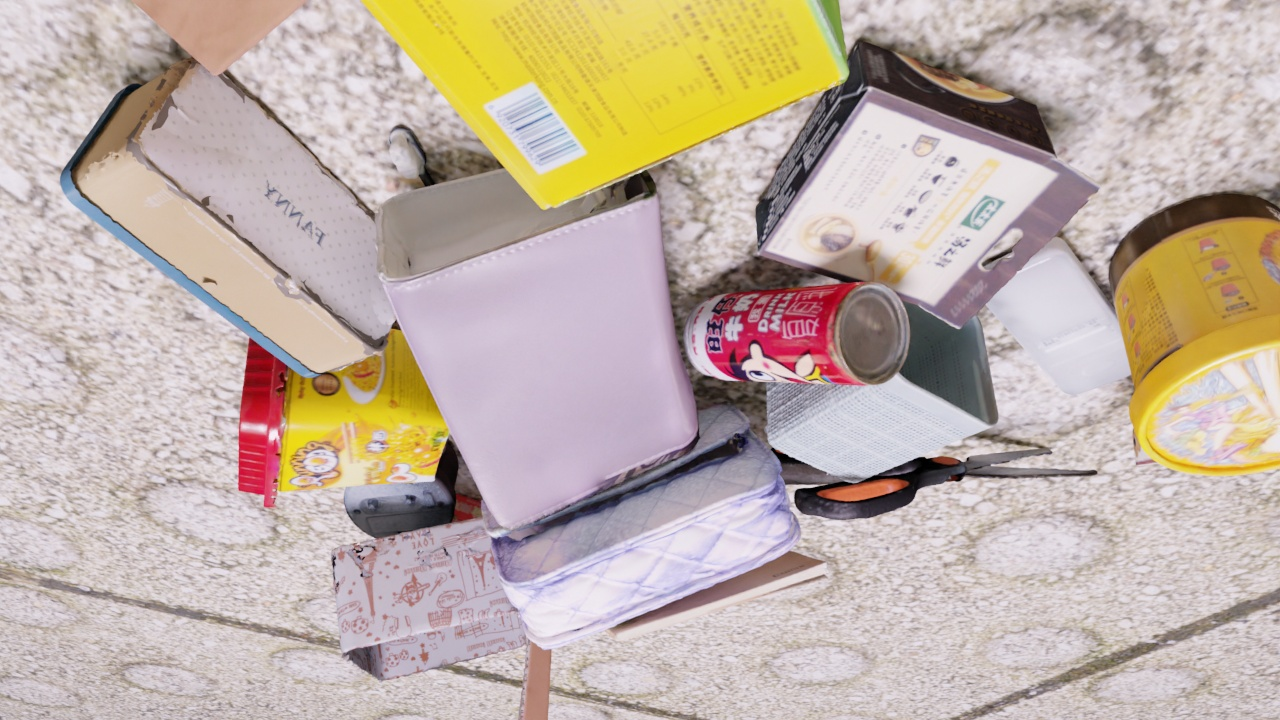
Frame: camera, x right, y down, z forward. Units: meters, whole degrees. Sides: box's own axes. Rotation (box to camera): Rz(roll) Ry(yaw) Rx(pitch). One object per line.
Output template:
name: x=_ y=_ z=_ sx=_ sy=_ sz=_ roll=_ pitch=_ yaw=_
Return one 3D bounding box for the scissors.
scissors: x=0.192 y=0.082 z=0.632 sx=0.222 sy=0.210 sz=0.022 roll=4 pitch=102 yaw=26

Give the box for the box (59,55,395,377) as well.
box: x=-0.206 y=-0.074 z=0.484 sx=0.060 sy=0.089 sz=0.184 roll=-19 pitch=134 yaw=27

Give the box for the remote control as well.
remote control: x=0.257 y=-0.024 z=0.559 sx=0.056 sy=0.020 sz=0.136 roll=-29 pitch=130 yaw=33

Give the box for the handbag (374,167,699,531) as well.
handbag: x=-0.049 y=-0.013 z=0.525 sx=0.145 sy=0.098 sz=0.197 roll=-15 pitch=132 yaw=-1

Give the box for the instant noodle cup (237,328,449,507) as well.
instant noodle cup: x=-0.192 y=0.029 z=0.601 sx=0.123 sy=0.116 sz=0.116 roll=5 pitch=142 yaw=-20

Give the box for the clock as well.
clock: x=-0.181 y=0.084 z=0.696 sx=0.082 sy=0.055 sz=0.122 roll=-5 pitch=124 yaw=3

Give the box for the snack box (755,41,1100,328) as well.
snack box: x=0.139 y=-0.084 z=0.468 sx=0.125 sy=0.053 sz=0.113 roll=15 pitch=140 yaw=-14

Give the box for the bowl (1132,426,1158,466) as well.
bowl: x=0.363 y=0.027 z=0.567 sx=0.113 sy=0.062 sz=0.113 roll=-6 pitch=169 yaw=-1

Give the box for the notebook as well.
notebook: x=0.017 y=0.152 z=0.666 sx=0.149 sy=0.012 sz=0.212 roll=-12 pitch=-177 yaw=-20

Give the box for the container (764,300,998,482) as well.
container: x=0.141 y=0.013 z=0.564 sx=0.090 sy=0.090 sz=0.112 roll=25 pitch=140 yaw=-24

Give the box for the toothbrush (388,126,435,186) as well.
toothbrush: x=-0.100 y=-0.063 z=0.546 sx=0.016 sy=0.018 sz=0.181 roll=-13 pitch=140 yaw=13

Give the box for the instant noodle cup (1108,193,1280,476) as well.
instant noodle cup: x=0.314 y=-0.017 z=0.489 sx=0.118 sy=0.114 sz=0.119 roll=2 pitch=141 yaw=1

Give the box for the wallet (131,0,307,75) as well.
wallet: x=-0.189 y=-0.189 z=0.395 sx=0.115 sy=0.020 sz=0.101 roll=-23 pitch=133 yaw=26

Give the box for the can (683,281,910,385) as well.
can: x=0.082 y=-0.014 z=0.516 sx=0.053 sy=0.053 sz=0.133 roll=31 pitch=164 yaw=-30

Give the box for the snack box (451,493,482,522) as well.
snack box: x=-0.155 y=0.150 z=0.806 sx=0.152 sy=0.025 sz=0.075 roll=24 pitch=136 yaw=-24

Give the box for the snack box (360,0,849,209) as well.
snack box: x=-0.029 y=-0.174 z=0.357 sx=0.158 sy=0.069 sz=0.210 roll=-18 pitch=136 yaw=25

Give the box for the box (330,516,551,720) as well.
box: x=-0.134 y=0.241 z=0.704 sx=0.156 sy=0.193 sz=0.183 roll=-9 pitch=156 yaw=-9

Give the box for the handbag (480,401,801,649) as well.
handbag: x=-0.002 y=0.099 z=0.601 sx=0.193 sy=0.134 sz=0.075 roll=-21 pitch=111 yaw=-9
